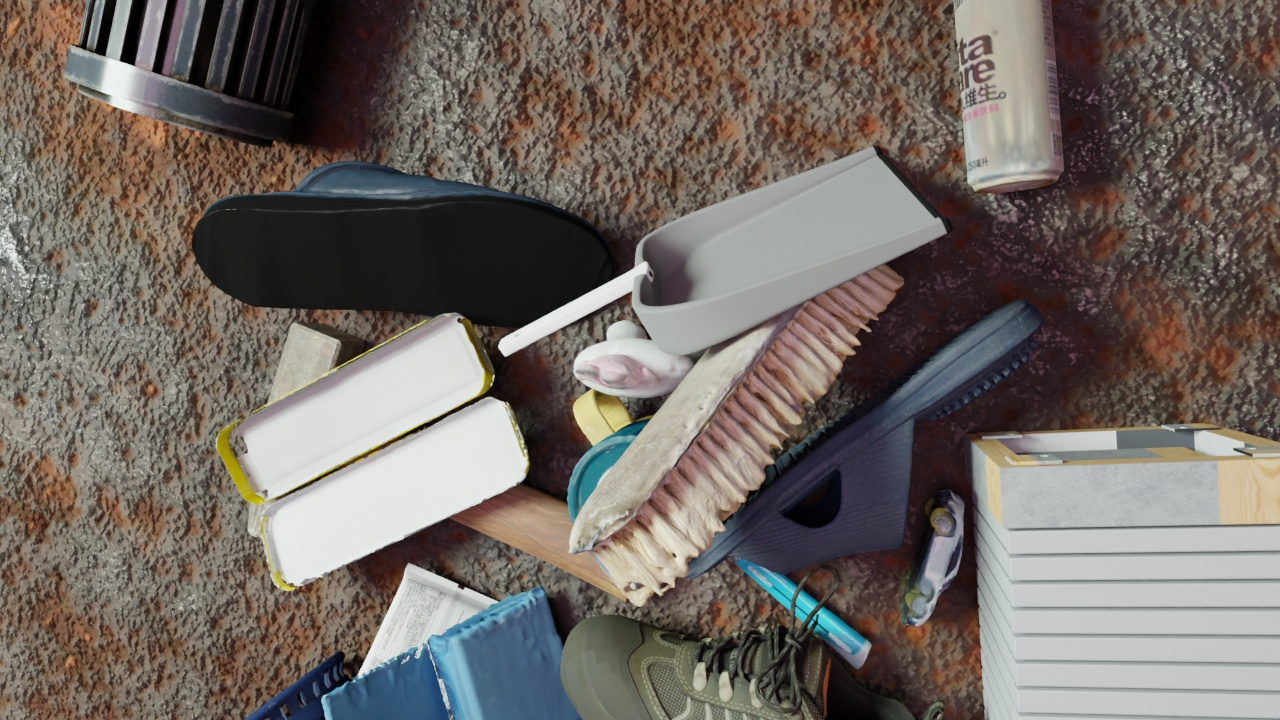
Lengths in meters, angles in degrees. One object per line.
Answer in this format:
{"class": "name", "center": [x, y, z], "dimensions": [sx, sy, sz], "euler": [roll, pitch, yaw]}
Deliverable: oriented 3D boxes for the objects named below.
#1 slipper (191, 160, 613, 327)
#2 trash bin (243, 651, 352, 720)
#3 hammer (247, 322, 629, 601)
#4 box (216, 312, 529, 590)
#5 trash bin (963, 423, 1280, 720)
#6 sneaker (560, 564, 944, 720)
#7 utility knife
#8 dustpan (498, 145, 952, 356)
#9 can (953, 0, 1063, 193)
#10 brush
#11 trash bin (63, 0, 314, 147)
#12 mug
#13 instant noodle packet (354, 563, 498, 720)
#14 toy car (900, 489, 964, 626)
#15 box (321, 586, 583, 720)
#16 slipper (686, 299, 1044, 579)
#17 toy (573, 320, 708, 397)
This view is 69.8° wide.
{"class": "slipper", "center": [-0.150, -0.088, 0.612], "dimensions": [0.265, 0.083, 0.109], "euler": [2, 137, -2]}
{"class": "trash bin", "center": [-0.191, 0.343, 0.621], "dimensions": [0.139, 0.139, 0.249], "euler": [-38, 86, 12]}
{"class": "hammer", "center": [-0.133, 0.097, 0.646], "dimensions": [0.301, 0.037, 0.158], "euler": [21, 97, 12]}
{"class": "box", "center": [-0.183, 0.063, 0.622], "dimensions": [0.210, 0.034, 0.129], "euler": [-26, 84, 12]}
{"class": "trash bin", "center": [0.268, 0.167, 0.502], "dimensions": [0.142, 0.142, 0.247], "euler": [-4, 92, 13]}
{"class": "sneaker", "center": [0.071, 0.197, 0.560], "dimensions": [0.238, 0.100, 0.143], "euler": [23, 112, 6]}
{"class": "utility knife", "center": [0.102, 0.159, 0.606], "dimensions": [0.116, 0.015, 0.022], "euler": [37, 127, 11]}
{"class": "dustpan", "center": [0.033, -0.054, 0.539], "dimensions": [0.258, 0.163, 0.033], "euler": [-27, 112, 14]}
{"class": "can", "center": [0.218, -0.171, 0.545], "dimensions": [0.054, 0.054, 0.135], "euler": [-5, 92, 13]}
{"class": "brush", "center": [0.059, 0.016, 0.502], "dimensions": [0.056, 0.270, 0.083], "euler": [46, 145, -7]}
{"class": "trash bin", "center": [-0.279, -0.270, 0.605], "dimensions": [0.164, 0.164, 0.227], "euler": [20, 100, 11]}
{"class": "mug", "center": [-0.004, 0.067, 0.580], "dimensions": [0.083, 0.107, 0.113], "euler": [-36, 84, 14]}
{"class": "instant noodle packet", "center": [-0.145, 0.211, 0.614], "dimensions": [0.087, 0.134, 0.026], "euler": [24, 143, -4]}
{"class": "toy car", "center": [0.184, 0.125, 0.573], "dimensions": [0.027, 0.038, 0.090], "euler": [16, 96, 8]}
{"class": "box", "center": [-0.095, 0.285, 0.582], "dimensions": [0.034, 0.174, 0.231], "euler": [-17, 90, 43]}
{"class": "slipper", "center": [0.143, 0.069, 0.551], "dimensions": [0.264, 0.101, 0.082], "euler": [-38, 83, 8]}
{"class": "toy", "center": [-0.003, 0.003, 0.569], "dimensions": [0.076, 0.125, 0.037], "euler": [9, 105, 15]}
